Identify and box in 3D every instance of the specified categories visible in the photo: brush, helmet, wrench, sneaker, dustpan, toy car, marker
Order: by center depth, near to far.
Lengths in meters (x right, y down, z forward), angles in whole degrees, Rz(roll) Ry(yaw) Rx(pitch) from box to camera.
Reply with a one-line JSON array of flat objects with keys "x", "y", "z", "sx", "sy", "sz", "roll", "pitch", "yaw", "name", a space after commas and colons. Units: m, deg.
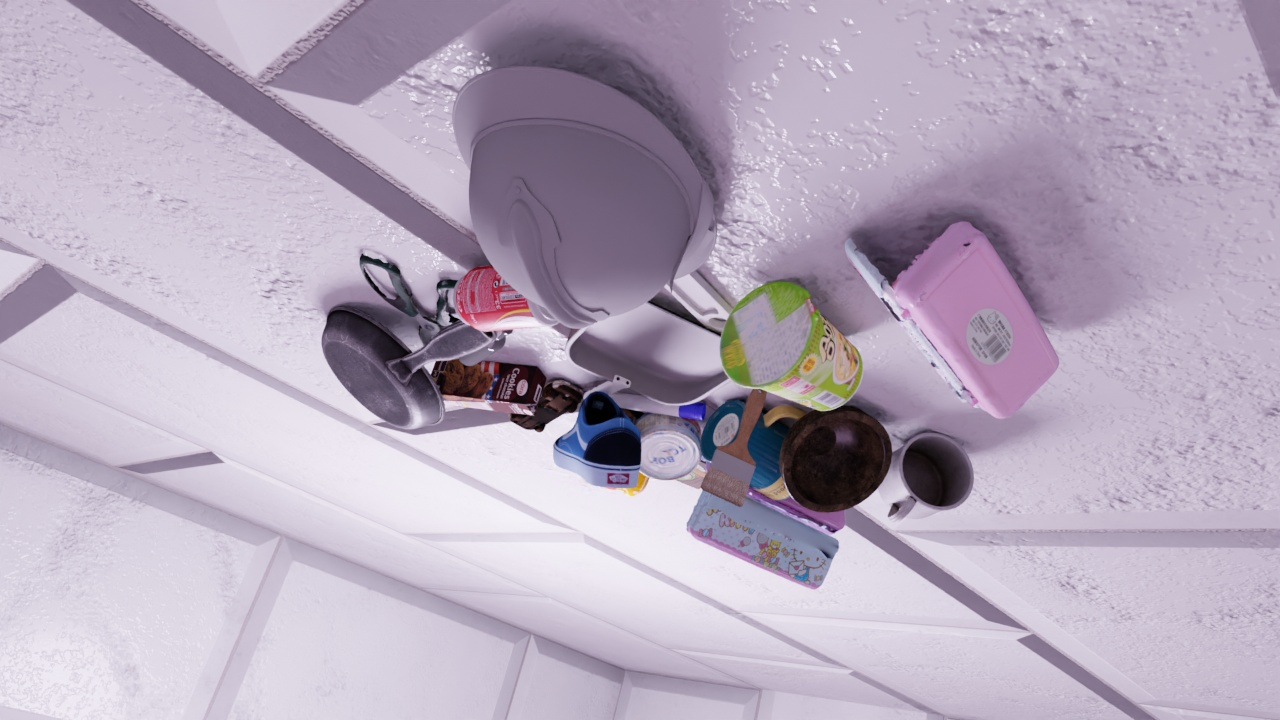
[{"x": -0.047, "y": -0.082, "z": 0.673, "sx": 0.184, "sy": 0.117, "sz": 0.271, "roll": 2, "pitch": 155, "yaw": 23, "name": "helmet"}, {"x": 0.019, "y": -0.095, "z": 0.780, "sx": 0.087, "sy": 0.018, "sz": 0.273, "roll": -6, "pitch": 149, "yaw": 36, "name": "wrench"}, {"x": 0.106, "y": 0.078, "z": 0.938, "sx": 0.045, "sy": 0.142, "sz": 0.008, "roll": 26, "pitch": 154, "yaw": -1, "name": "brush"}, {"x": -0.006, "y": 0.006, "z": 0.980, "sx": 0.163, "sy": 0.033, "sz": 0.258, "roll": 24, "pitch": 159, "yaw": -18, "name": "dustpan"}, {"x": -0.047, "y": 0.084, "z": 1.071, "sx": 0.083, "sy": 0.098, "sz": 0.241, "roll": 4, "pitch": 179, "yaw": -16, "name": "sneaker"}, {"x": 0.007, "y": 0.051, "z": 1.088, "sx": 0.142, "sy": 0.020, "sz": 0.020, "roll": 8, "pitch": 154, "yaw": 19, "name": "marker"}, {"x": -0.118, "y": 0.053, "z": 1.150, "sx": 0.048, "sy": 0.040, "sz": 0.113, "roll": 33, "pitch": 133, "yaw": -33, "name": "toy car"}]

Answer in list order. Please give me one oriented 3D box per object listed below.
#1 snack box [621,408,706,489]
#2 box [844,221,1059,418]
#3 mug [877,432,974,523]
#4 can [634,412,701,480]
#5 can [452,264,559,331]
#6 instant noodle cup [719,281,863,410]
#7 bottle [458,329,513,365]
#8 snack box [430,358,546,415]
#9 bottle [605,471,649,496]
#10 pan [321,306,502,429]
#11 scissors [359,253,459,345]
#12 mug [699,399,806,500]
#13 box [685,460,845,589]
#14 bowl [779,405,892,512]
[{"x": 0.023, "y": 0.113, "z": 1.194, "sx": 0.186, "sy": 0.031, "sz": 0.101, "roll": 24, "pitch": 154, "yaw": -17, "name": "snack box"}, {"x": 0.244, "y": -0.039, "z": 0.732, "sx": 0.201, "sy": 0.087, "sz": 0.102, "roll": 39, "pitch": -174, "yaw": -40, "name": "box"}, {"x": 0.297, "y": 0.136, "z": 0.991, "sx": 0.084, "sy": 0.113, "sz": 0.071, "roll": 44, "pitch": 159, "yaw": 7, "name": "mug"}, {"x": 0.031, "y": 0.102, "z": 1.108, "sx": 0.086, "sy": 0.043, "sz": 0.086, "roll": 1, "pitch": 127, "yaw": 1, "name": "can"}, {"x": -0.123, "y": -0.061, "z": 0.875, "sx": 0.105, "sy": 0.064, "sz": 0.064, "roll": -3, "pitch": 150, "yaw": 34, "name": "can"}, {"x": 0.140, "y": -0.004, "z": 0.816, "sx": 0.099, "sy": 0.098, "sz": 0.108, "roll": -9, "pitch": 154, "yaw": 42, "name": "instant noodle cup"}, {"x": -0.171, "y": -0.021, "z": 1.028, "sx": 0.030, "sy": 0.030, "sz": 0.113, "roll": 27, "pitch": 153, "yaw": -24, "name": "bottle"}, {"x": -0.190, "y": 0.031, "z": 1.124, "sx": 0.141, "sy": 0.050, "sz": 0.032, "roll": 5, "pitch": 154, "yaw": 21, "name": "snack box"}, {"x": -0.042, "y": 0.145, "z": 1.263, "sx": 0.109, "sy": 0.063, "sz": 0.063, "roll": 21, "pitch": 155, "yaw": -12, "name": "bottle"}, {"x": -0.263, "y": 0.001, "z": 1.050, "sx": 0.358, "sy": 0.055, "sz": 0.187, "roll": -12, "pitch": 121, "yaw": 52, "name": "pan"}, {"x": -0.218, "y": -0.049, "z": 1.019, "sx": 0.147, "sy": 0.015, "sz": 0.210, "roll": 7, "pitch": 154, "yaw": 14, "name": "scissors"}, {"x": 0.142, "y": 0.092, "z": 1.040, "sx": 0.107, "sy": 0.083, "sz": 0.114, "roll": 32, "pitch": 123, "yaw": -25, "name": "mug"}, {"x": 0.160, "y": 0.182, "z": 1.121, "sx": 0.214, "sy": 0.149, "sz": 0.049, "roll": 27, "pitch": 157, "yaw": -24, "name": "box"}, {"x": 0.203, "y": 0.098, "z": 0.991, "sx": 0.121, "sy": 0.121, "sz": 0.056, "roll": 25, "pitch": -164, "yaw": -20, "name": "bowl"}]
